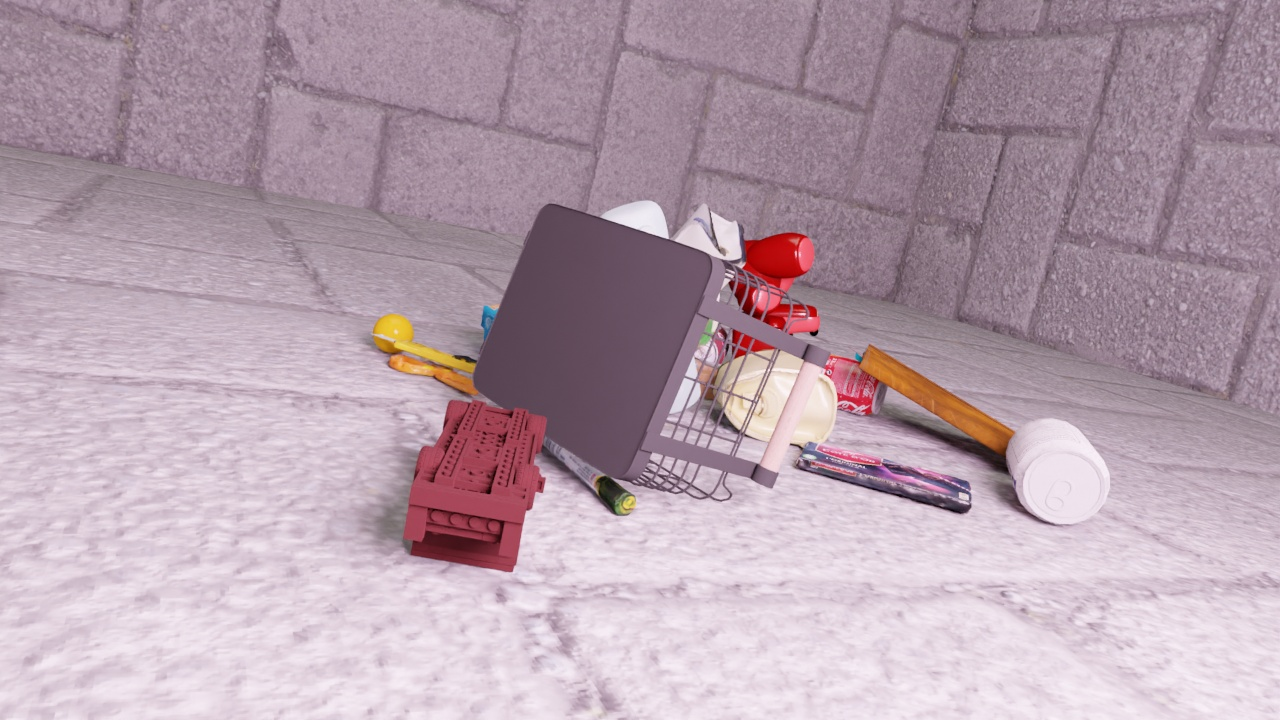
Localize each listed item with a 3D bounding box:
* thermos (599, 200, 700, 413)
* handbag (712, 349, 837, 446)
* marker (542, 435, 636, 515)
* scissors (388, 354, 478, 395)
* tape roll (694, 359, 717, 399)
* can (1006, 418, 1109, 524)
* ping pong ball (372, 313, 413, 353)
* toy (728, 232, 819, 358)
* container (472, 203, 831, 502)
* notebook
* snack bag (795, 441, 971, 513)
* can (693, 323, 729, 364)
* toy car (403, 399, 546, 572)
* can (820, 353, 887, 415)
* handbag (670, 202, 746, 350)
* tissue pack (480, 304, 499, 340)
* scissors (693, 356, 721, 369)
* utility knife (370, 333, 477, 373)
[{"bbox_3d":[0.009,-0.050,0.878,0.065,0.207,0.078,-20,27,-13],"label":"thermos"},{"bbox_3d":[0.134,0.035,0.942,0.111,0.081,0.119,4,12,-2],"label":"handbag"},{"bbox_3d":[-0.042,0.077,0.667,0.017,0.017,0.146,6,12,-29],"label":"marker"},{"bbox_3d":[-0.178,0.015,0.868,0.131,0.012,0.073,18,12,35],"label":"scissors"},{"bbox_3d":[0.076,0.021,1.077,0.094,0.027,0.094,12,10,-2],"label":"tape roll"},{"bbox_3d":[0.387,0.102,0.856,0.078,0.078,0.136,15,11,16],"label":"can"},{"bbox_3d":[-0.250,-0.027,0.926,0.040,0.040,0.040,12,10,-2],"label":"ping pong ball"},{"bbox_3d":[0.163,-0.060,1.139,0.120,0.197,0.158,4,9,6],"label":"toy"},{"bbox_3d":[0.000,-0.007,0.703,0.130,0.163,0.241,20,4,-44],"label":"container"},{"bbox_3d":[0.355,0.050,1.070,0.249,0.014,0.178,33,14,10],"label":"notebook"},{"bbox_3d":[0.219,0.104,0.827,0.155,0.018,0.074,13,11,15],"label":"snack bag"},{"bbox_3d":[0.080,-0.016,1.184,0.063,0.063,0.114,14,10,8],"label":"can"},{"bbox_3d":[-0.090,0.070,0.518,0.070,0.062,0.169,11,10,-6],"label":"toy car"},{"bbox_3d":[0.249,0.028,1.140,0.105,0.064,0.064,17,12,26],"label":"can"},{"bbox_3d":[0.055,-0.085,1.084,0.074,0.152,0.175,26,38,-26],"label":"handbag"},{"bbox_3d":[-0.099,-0.028,0.992,0.116,0.066,0.209,-9,16,-21],"label":"tissue pack"},{"bbox_3d":[0.046,-0.004,1.045,0.141,0.014,0.171,16,6,7],"label":"scissors"},{"bbox_3d":[-0.182,0.000,0.870,0.175,0.017,0.030,14,-1,18],"label":"utility knife"}]
